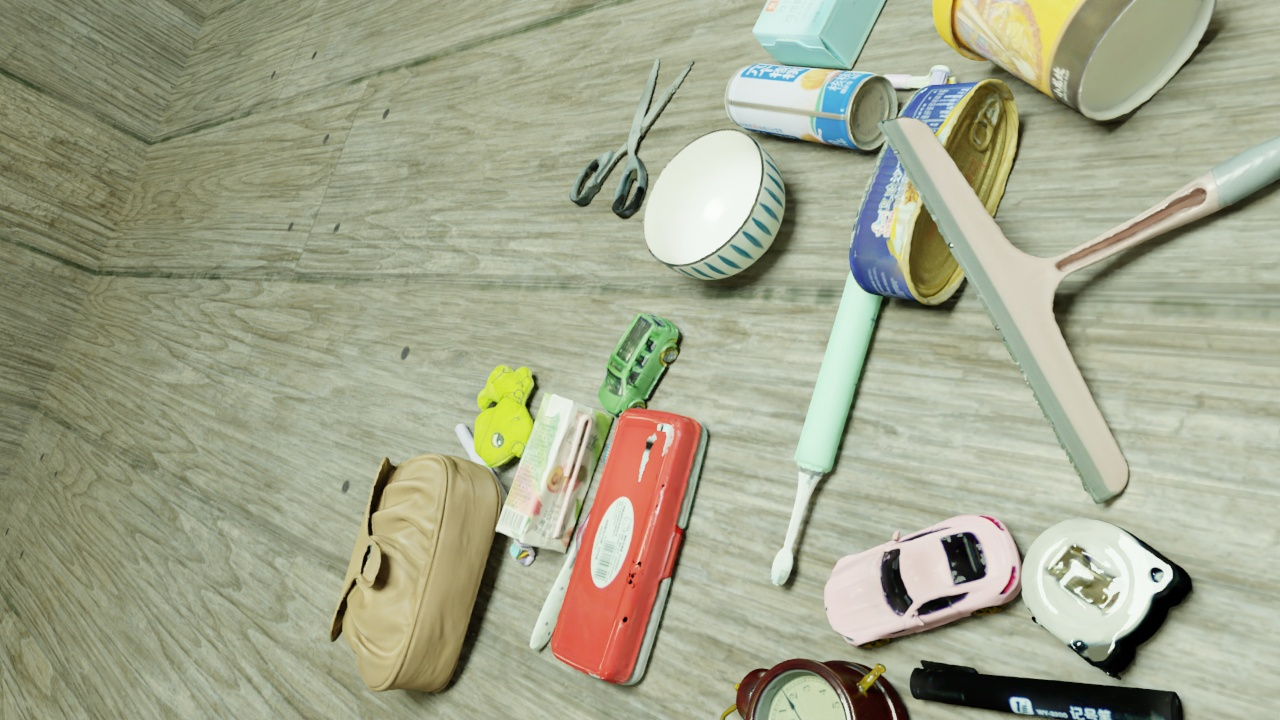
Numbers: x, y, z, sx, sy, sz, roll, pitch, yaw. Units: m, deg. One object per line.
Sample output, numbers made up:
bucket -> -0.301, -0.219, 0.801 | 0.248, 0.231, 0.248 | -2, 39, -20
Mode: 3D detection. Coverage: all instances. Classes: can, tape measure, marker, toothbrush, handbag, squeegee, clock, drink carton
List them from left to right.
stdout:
handbag -> -0.204, 0.179, 0.806 | 0.148, 0.099, 0.204 | 7, 80, 51
toothbrush -> -0.137, 0.115, 0.837 | 0.021, 0.029, 0.189 | -22, 40, -16
drink carton -> -0.069, 0.092, 0.754 | 0.046, 0.053, 0.122 | 13, 81, 46
toothbrush -> -0.050, 0.144, 0.738 | 0.017, 0.016, 0.187 | 17, 83, 56
clock -> 0.095, 0.216, 0.528 | 0.122, 0.055, 0.082 | -25, 54, 36
can -> 0.127, -0.196, 0.703 | 0.135, 0.053, 0.053 | 27, 90, 48
toothbrush -> 0.123, 0.041, 0.610 | 0.026, 0.027, 0.224 | 15, 80, 18
toothbrush -> 0.159, -0.216, 0.708 | 0.020, 0.029, 0.190 | -30, 32, -27
can -> 0.187, -0.108, 0.585 | 0.049, 0.074, 0.148 | 17, 82, 51
marker -> 0.203, 0.172, 0.471 | 0.132, 0.020, 0.022 | -10, 38, 43
tape measure -> 0.229, 0.114, 0.463 | 0.066, 0.033, 0.066 | -56, 43, 5
squeegee -> 0.298, -0.088, 0.485 | 0.250, 0.040, 0.247 | -29, 73, 21

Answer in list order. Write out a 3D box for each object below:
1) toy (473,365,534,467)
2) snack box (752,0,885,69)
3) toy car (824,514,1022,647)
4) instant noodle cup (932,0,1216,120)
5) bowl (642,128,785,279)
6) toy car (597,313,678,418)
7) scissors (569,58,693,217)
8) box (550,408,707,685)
toy -> -0.127, 0.052, 0.848 | 0.097, 0.031, 0.100 | 5, 70, 46
snack box -> 0.164, -0.320, 0.729 | 0.074, 0.051, 0.175 | 26, 89, 47
toy car -> 0.157, 0.127, 0.526 | 0.123, 0.037, 0.056 | -31, 50, 32
instant noodle cup -> 0.257, -0.212, 0.542 | 0.119, 0.118, 0.114 | -47, 52, 17
bowl -> 0.065, -0.113, 0.713 | 0.117, 0.066, 0.116 | -22, 55, 35
toy car -> -0.004, 0.004, 0.749 | 0.043, 0.036, 0.091 | 34, 99, 46
scissors -> -0.008, -0.209, 0.876 | 0.160, 0.014, 0.177 | -25, 52, 31
box -> -0.008, 0.135, 0.689 | 0.087, 0.047, 0.201 | 5, 74, 46
